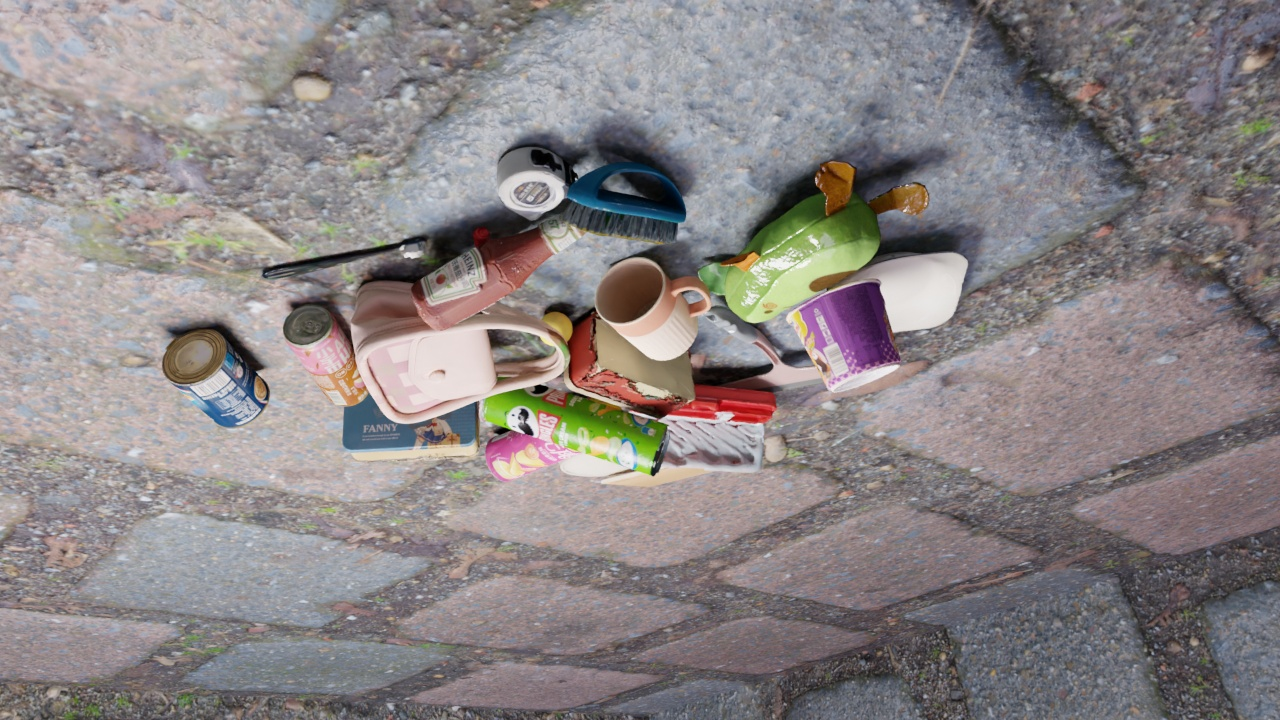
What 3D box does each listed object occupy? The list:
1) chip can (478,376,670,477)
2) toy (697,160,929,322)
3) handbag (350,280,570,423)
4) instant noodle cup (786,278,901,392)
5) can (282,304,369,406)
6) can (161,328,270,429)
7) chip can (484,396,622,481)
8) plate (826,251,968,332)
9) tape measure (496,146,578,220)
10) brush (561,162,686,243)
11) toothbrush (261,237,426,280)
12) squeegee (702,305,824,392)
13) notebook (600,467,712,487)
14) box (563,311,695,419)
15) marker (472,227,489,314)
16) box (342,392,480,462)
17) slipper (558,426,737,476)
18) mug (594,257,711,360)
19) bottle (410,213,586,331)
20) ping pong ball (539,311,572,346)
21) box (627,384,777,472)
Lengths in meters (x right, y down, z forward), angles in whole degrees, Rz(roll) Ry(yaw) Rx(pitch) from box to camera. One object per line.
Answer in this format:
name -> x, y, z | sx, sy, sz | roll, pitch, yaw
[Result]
chip can -> -0.082, 0.078, 1.158 | 0.236, 0.072, 0.072 | 17, 150, 8
toy -> 0.172, -0.114, 0.953 | 0.226, 0.090, 0.248 | -4, 156, -37
handbag -> -0.198, -0.009, 1.048 | 0.234, 0.093, 0.194 | -3, 151, -3
instant noodle cup -> 0.232, -0.024, 1.018 | 0.111, 0.099, 0.112 | -20, 168, -5
can -> -0.361, -0.003, 1.064 | 0.058, 0.057, 0.147 | -7, 150, -1
can -> -0.490, 0.022, 1.062 | 0.075, 0.075, 0.111 | -8, 149, 2
chip can -> -0.122, 0.109, 1.278 | 0.211, 0.071, 0.071 | -24, 146, 34
plate -> 0.297, -0.083, 1.090 | 0.164, 0.034, 0.164 | -9, 150, 4
tape measure -> -0.102, -0.169, 0.862 | 0.066, 0.033, 0.066 | -27, 146, 28
brush -> -0.009, -0.152, 0.875 | 0.143, 0.055, 0.074 | 1, 115, -46
toothbrush -> -0.308, -0.102, 0.951 | 0.181, 0.018, 0.016 | -10, 153, 7
squeegee -> 0.141, -0.024, 1.152 | 0.248, 0.040, 0.249 | -11, 153, 31
notebook -> 0.044, 0.178, 1.443 | 0.150, 0.012, 0.211 | -16, 166, 17
box -> -0.007, 0.006, 1.122 | 0.168, 0.091, 0.076 | 20, 143, -39
marker -> -0.171, -0.092, 0.993 | 0.017, 0.017, 0.145 | -2, 149, -9
box -> -0.301, 0.083, 1.193 | 0.184, 0.089, 0.061 | -4, 156, -8
slipper -> 0.013, 0.118, 1.352 | 0.274, 0.054, 0.114 | -9, 152, -6
mug -> 0.024, -0.060, 1.025 | 0.115, 0.081, 0.106 | -17, 150, 20
bottle -> -0.133, -0.100, 0.924 | 0.206, 0.059, 0.060 | -28, 146, 8
ping pong ball -> -0.100, -0.037, 1.078 | 0.040, 0.040, 0.040 | -5, 150, -3
box -> 0.079, 0.095, 1.260 | 0.201, 0.098, 0.119 | 5, 160, -6
